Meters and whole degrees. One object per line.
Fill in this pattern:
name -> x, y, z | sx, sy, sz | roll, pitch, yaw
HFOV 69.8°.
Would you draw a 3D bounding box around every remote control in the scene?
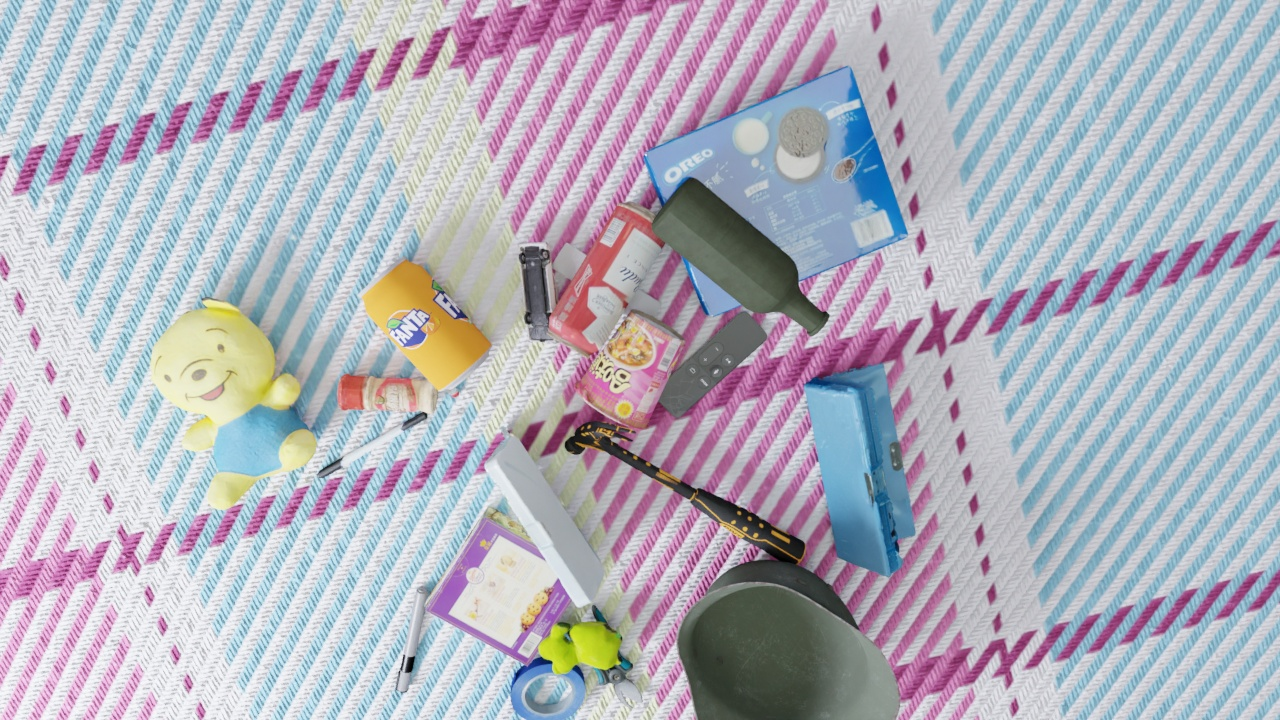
remote control -> -0.038, -0.085, 1.041 | 0.131, 0.012, 0.033 | 32, 98, -9
remote control -> 0.081, 0.005, 1.068 | 0.147, 0.008, 0.045 | -43, 101, 8

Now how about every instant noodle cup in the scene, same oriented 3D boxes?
instant noodle cup -> -0.006, 0.006, 1.020 | 0.097, 0.097, 0.109 | 29, 101, -8

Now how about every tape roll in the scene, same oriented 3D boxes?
tape roll -> -0.116, 0.413, 1.149 | 0.093, 0.016, 0.091 | 4, 110, -7

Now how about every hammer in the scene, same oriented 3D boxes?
hammer -> 0.064, 0.157, 1.069 | 0.320, 0.123, 0.036 | 31, 64, -15

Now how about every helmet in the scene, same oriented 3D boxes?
helmet -> 0.159, 0.327, 1.070 | 0.227, 0.153, 0.268 | -40, 109, 19

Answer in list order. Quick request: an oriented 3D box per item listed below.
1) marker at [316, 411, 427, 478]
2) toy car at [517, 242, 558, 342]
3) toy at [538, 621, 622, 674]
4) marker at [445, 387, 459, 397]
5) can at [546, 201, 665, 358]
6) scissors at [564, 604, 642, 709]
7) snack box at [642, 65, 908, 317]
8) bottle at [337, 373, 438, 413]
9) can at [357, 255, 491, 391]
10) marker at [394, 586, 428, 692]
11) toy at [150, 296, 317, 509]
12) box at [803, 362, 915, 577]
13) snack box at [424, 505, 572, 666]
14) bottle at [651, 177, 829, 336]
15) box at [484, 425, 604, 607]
marker -> -0.316, 0.100, 1.078 | 0.152, 0.011, 0.011 | -30, 102, 5
toy car -> -0.110, -0.077, 1.028 | 0.039, 0.039, 0.113 | 1, 104, 24
toy -> -0.069, 0.346, 1.108 | 0.093, 0.036, 0.094 | -33, 113, 3
marker -> -0.260, -0.010, 1.052 | 0.013, 0.012, 0.142 | -41, 101, 7
can -> -0.036, -0.088, 0.998 | 0.067, 0.067, 0.170 | 32, 90, -9
scissors -> -0.045, 0.368, 1.146 | 0.128, 0.019, 0.153 | 12, 102, -4
snack box -> 0.146, -0.181, 1.002 | 0.239, 0.056, 0.195 | -22, 103, 4
bottle -> -0.287, 0.038, 1.048 | 0.109, 0.044, 0.044 | 3, 103, -3
can -> -0.236, -0.040, 1.011 | 0.079, 0.079, 0.142 | -39, 101, 7
marker -> -0.282, 0.346, 1.135 | 0.016, 0.016, 0.140 | 13, 103, -5
toy -> -0.456, 0.041, 1.023 | 0.149, 0.084, 0.214 | -27, 101, 3
box -> 0.274, 0.123, 1.079 | 0.102, 0.094, 0.231 | -21, 104, -27
snack box -> -0.160, 0.273, 1.108 | 0.148, 0.040, 0.143 | 32, 100, -9
bottle -> 0.110, -0.100, 0.955 | 0.207, 0.071, 0.071 | 38, 99, -9
box -> -0.105, 0.169, 1.036 | 0.049, 0.136, 0.197 | -29, 102, 4
